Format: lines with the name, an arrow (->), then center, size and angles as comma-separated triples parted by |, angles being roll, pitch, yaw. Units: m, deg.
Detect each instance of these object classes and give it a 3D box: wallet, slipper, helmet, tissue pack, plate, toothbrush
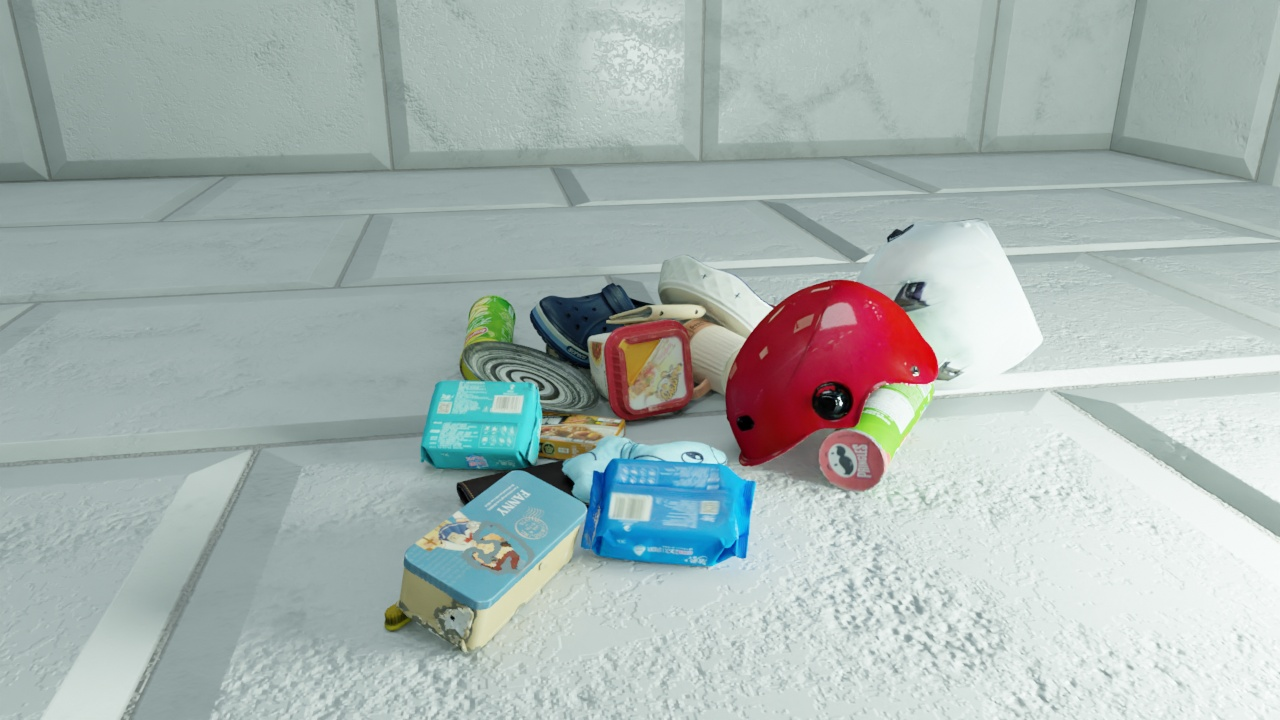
wallet -> -0.115, 0.138, 0.937 | 0.122, 0.020, 0.096 | -10, 28, -28
slipper -> -0.032, -0.054, 1.274 | 0.252, 0.095, 0.105 | 0, 44, -45
helmet -> 0.183, 0.000, 1.002 | 0.240, 0.144, 0.207 | -29, 5, -1
helmet -> 0.363, -0.052, 1.181 | 0.145, 0.229, 0.259 | -31, 12, -25
tissue pack -> -0.176, 0.072, 1.013 | 0.133, 0.050, 0.093 | 2, 57, 8
tissue pack -> 0.027, 0.142, 0.851 | 0.157, 0.052, 0.094 | 2, 44, 8
plate -> 0.109, -0.066, 1.278 | 0.205, 0.205, 0.045 | 21, 71, 43
plate -> -0.137, 0.025, 1.136 | 0.179, 0.024, 0.179 | 20, 19, -7
toothbrush -> -0.151, 0.185, 0.816 | 0.016, 0.017, 0.189 | 15, 26, 32
wallet -> 0.018, -0.059, 1.198 | 0.087, 0.024, 0.115 | -12, -3, 39

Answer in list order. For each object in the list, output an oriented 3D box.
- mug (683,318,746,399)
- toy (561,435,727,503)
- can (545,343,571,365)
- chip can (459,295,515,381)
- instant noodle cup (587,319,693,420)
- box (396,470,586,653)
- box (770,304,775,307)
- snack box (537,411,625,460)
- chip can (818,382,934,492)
mug -> 0.091, 0.007, 1.209 | 0.114, 0.082, 0.106 | -40, 38, -19
toy -> 0.011, 0.116, 0.943 | 0.161, 0.050, 0.156 | -26, 41, -37
can -> -0.092, -0.036, 1.344 | 0.053, 0.053, 0.134 | 6, 22, 15
chip can -> -0.215, -0.031, 1.307 | 0.072, 0.073, 0.221 | -2, 21, -5
instant noodle cup -> -0.007, 0.007, 1.168 | 0.116, 0.116, 0.124 | -11, 11, -25
box -> -0.120, 0.164, 0.786 | 0.090, 0.062, 0.183 | 24, 30, 16
box -> 0.260, -0.040, 1.360 | 0.160, 0.059, 0.201 | -12, 24, -37
snack box -> -0.101, 0.086, 1.062 | 0.154, 0.026, 0.075 | 5, 21, 14
chip can -> 0.274, 0.068, 1.041 | 0.072, 0.072, 0.235 | 11, 24, 27
